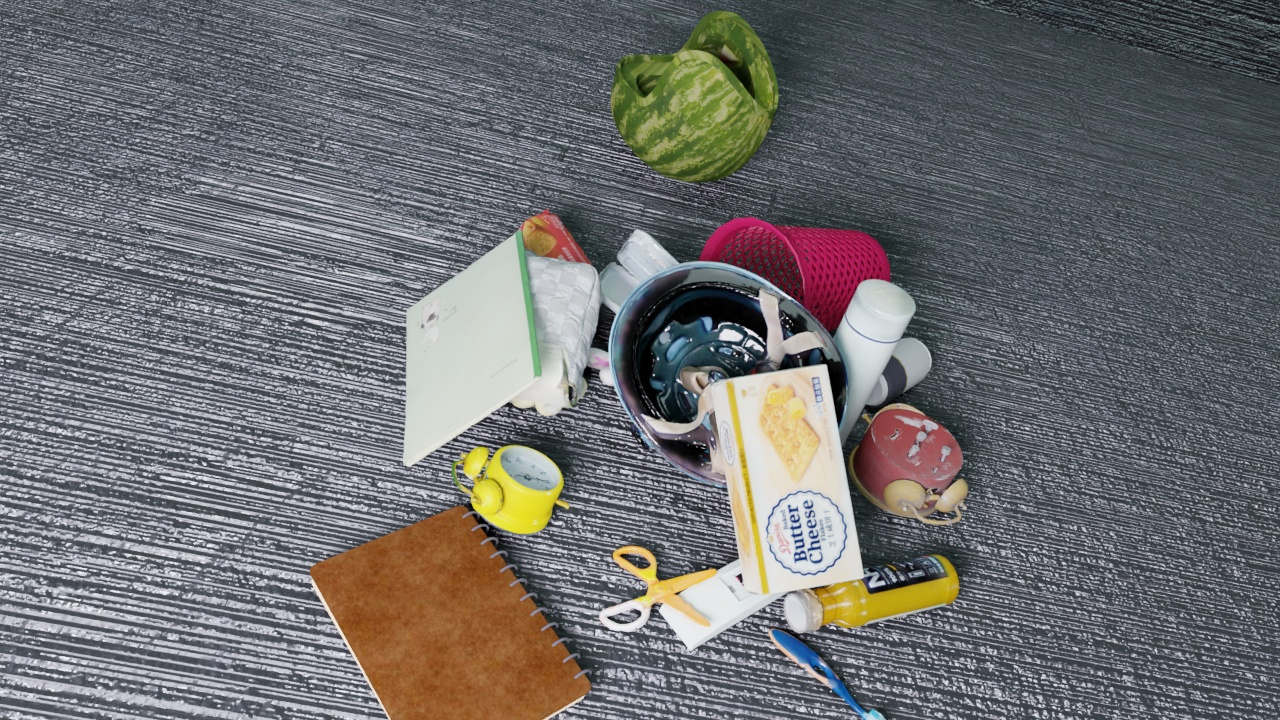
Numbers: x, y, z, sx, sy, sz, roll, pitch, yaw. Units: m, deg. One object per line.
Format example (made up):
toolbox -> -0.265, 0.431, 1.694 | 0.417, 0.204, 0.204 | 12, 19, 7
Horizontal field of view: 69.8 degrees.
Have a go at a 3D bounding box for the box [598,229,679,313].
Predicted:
box -> 0.031, -0.046, 1.138 | 0.216, 0.108, 0.109 | 43, 77, -2

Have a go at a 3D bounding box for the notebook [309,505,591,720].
notebook -> -0.165, 0.236, 0.804 | 0.167, 0.024, 0.225 | -19, 52, -35

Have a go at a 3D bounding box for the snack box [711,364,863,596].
snack box -> 0.139, 0.114, 0.884 | 0.104, 0.057, 0.207 | -8, 83, -9

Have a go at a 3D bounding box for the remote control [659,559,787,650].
remote control -> 0.090, 0.228, 0.902 | 0.143, 0.024, 0.049 | -19, 52, -35

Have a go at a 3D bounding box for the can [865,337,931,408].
can -> 0.331, 0.013, 1.205 | 0.127, 0.064, 0.064 | -25, 55, -39

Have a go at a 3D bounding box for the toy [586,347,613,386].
toy -> -0.007, 0.007, 1.115 | 0.125, 0.037, 0.076 | -5, 40, -33

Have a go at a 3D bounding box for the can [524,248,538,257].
can -> -0.152, -0.087, 1.124 | 0.054, 0.097, 0.054 | 10, 40, -9

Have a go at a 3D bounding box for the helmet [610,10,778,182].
helmet -> 0.084, -0.401, 1.460 | 0.243, 0.248, 0.212 | 52, 40, -26

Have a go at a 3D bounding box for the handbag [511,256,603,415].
handbag -> -0.104, -0.027, 1.042 | 0.112, 0.123, 0.171 | 8, 63, 10

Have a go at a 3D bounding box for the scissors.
scissors -> 0.013, 0.224, 0.877 | 0.125, 0.011, 0.128 | 28, 48, 31

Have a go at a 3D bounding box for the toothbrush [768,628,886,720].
toothbrush -> 0.175, 0.297, 0.859 | 0.135, 0.017, 0.021 | 39, 42, 24

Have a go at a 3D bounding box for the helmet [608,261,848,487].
helmet -> 0.085, 0.024, 1.007 | 0.265, 0.167, 0.225 | 44, 79, 5

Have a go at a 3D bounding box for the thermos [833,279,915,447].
thermos -> 0.234, 0.017, 1.036 | 0.068, 0.231, 0.067 | 10, 40, -9

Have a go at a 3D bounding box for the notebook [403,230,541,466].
notebook -> -0.189, -0.022, 1.003 | 0.010, 0.182, 0.252 | 44, 22, -39

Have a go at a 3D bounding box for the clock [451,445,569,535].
clock -> -0.131, 0.125, 0.902 | 0.118, 0.057, 0.083 | 14, 29, -30

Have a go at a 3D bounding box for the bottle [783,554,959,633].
bottle -> 0.232, 0.235, 0.921 | 0.185, 0.053, 0.053 | -5, 44, -24

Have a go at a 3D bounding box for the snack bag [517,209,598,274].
snack bag -> -0.107, -0.121, 1.199 | 0.082, 0.082, 0.176 | -10, 47, -29

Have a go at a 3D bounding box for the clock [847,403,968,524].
clock -> 0.317, 0.123, 1.060 | 0.117, 0.081, 0.158 | 1, 42, -18

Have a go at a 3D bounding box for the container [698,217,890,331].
container -> 0.218, -0.105, 1.231 | 0.225, 0.184, 0.183 | -12, 47, -40
